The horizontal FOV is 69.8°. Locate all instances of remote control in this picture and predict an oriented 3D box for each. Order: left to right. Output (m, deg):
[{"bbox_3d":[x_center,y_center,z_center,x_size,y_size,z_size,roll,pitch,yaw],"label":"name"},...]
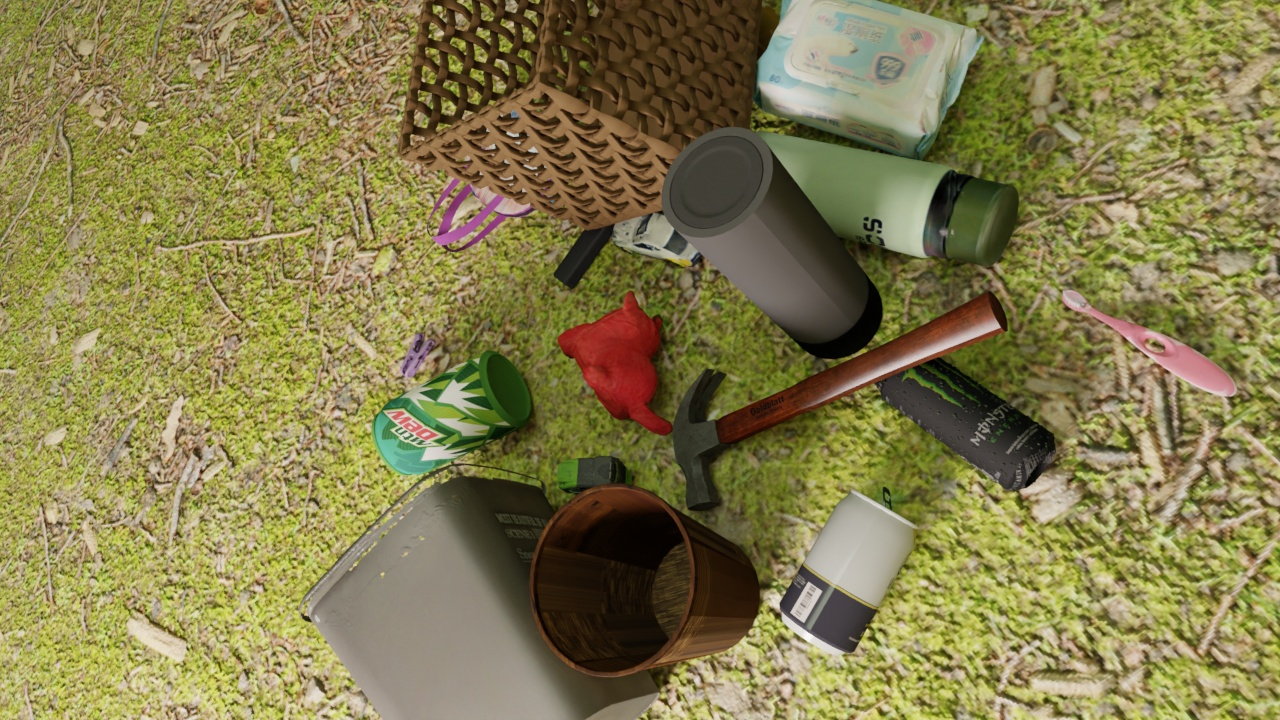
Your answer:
[{"bbox_3d":[-0.043,-0.137,0.936,0.032,0.015,0.136,37,94,33],"label":"remote control"}]

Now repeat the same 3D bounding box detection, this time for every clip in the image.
[{"bbox_3d":[-0.249,-0.009,1.011,0.052,0.014,0.041,-43,59,7],"label":"clip"}]

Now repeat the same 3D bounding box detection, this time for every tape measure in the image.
[{"bbox_3d":[-0.043,0.109,0.829,0.066,0.058,0.035,-5,72,25],"label":"tape measure"}]

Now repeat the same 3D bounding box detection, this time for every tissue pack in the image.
[{"bbox_3d":[0.186,-0.254,0.794,0.182,0.070,0.112,23,86,15],"label":"tissue pack"}]

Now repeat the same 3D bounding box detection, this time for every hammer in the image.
[{"bbox_3d":[0.143,0.022,0.727,0.302,0.028,0.111,-28,61,36],"label":"hammer"}]

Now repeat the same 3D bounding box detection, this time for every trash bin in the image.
[{"bbox_3d":[-0.121,0.236,0.760,0.197,0.197,0.220,-45,64,8],"label":"trash bin"}]

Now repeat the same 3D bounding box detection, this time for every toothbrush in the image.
[{"bbox_3d":[0.367,-0.015,0.668,0.135,0.016,0.021,40,97,33],"label":"toothbrush"}]

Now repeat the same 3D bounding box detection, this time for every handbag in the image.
[{"bbox_3d":[-0.159,-0.186,0.979,0.170,0.068,0.144,-44,57,8],"label":"handbag"}]

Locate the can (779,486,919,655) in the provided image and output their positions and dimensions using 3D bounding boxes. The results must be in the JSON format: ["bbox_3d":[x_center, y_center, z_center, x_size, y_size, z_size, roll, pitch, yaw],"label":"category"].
[{"bbox_3d":[0.161,0.155,0.697,0.064,0.064,0.127,30,89,33],"label":"can"}]

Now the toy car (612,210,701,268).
[{"bbox_3d":[0.016,-0.123,0.890,0.105,0.033,0.048,19,85,33],"label":"toy car"}]

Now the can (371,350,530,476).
[{"bbox_3d":[-0.188,0.055,0.912,0.144,0.083,0.083,-26,63,20],"label":"can"}]

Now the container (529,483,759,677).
[{"bbox_3d":[0.016,0.175,0.709,0.132,0.167,0.132,-9,69,26],"label":"container"}]

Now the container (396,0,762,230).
[{"bbox_3d":[-0.048,-0.279,0.804,0.220,0.213,0.251,-6,74,49],"label":"container"}]

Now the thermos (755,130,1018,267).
[{"bbox_3d":[0.195,-0.138,0.772,0.232,0.082,0.082,20,84,33],"label":"thermos"}]

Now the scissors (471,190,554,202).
[{"bbox_3d":[-0.133,-0.189,1.008,0.135,0.015,0.066,33,88,31],"label":"scissors"}]

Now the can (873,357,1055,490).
[{"bbox_3d":[0.243,0.041,0.696,0.138,0.054,0.054,41,95,33],"label":"can"}]

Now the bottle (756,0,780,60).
[{"bbox_3d":[0.097,-0.336,0.893,0.053,0.053,0.186,-40,69,12],"label":"bottle"}]

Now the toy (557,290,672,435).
[{"bbox_3d":[-0.005,0.005,0.833,0.094,0.088,0.133,-36,60,1],"label":"toy"}]

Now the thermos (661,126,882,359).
[{"bbox_3d":[0.110,-0.079,0.702,0.082,0.240,0.082,-13,64,28],"label":"thermos"}]
